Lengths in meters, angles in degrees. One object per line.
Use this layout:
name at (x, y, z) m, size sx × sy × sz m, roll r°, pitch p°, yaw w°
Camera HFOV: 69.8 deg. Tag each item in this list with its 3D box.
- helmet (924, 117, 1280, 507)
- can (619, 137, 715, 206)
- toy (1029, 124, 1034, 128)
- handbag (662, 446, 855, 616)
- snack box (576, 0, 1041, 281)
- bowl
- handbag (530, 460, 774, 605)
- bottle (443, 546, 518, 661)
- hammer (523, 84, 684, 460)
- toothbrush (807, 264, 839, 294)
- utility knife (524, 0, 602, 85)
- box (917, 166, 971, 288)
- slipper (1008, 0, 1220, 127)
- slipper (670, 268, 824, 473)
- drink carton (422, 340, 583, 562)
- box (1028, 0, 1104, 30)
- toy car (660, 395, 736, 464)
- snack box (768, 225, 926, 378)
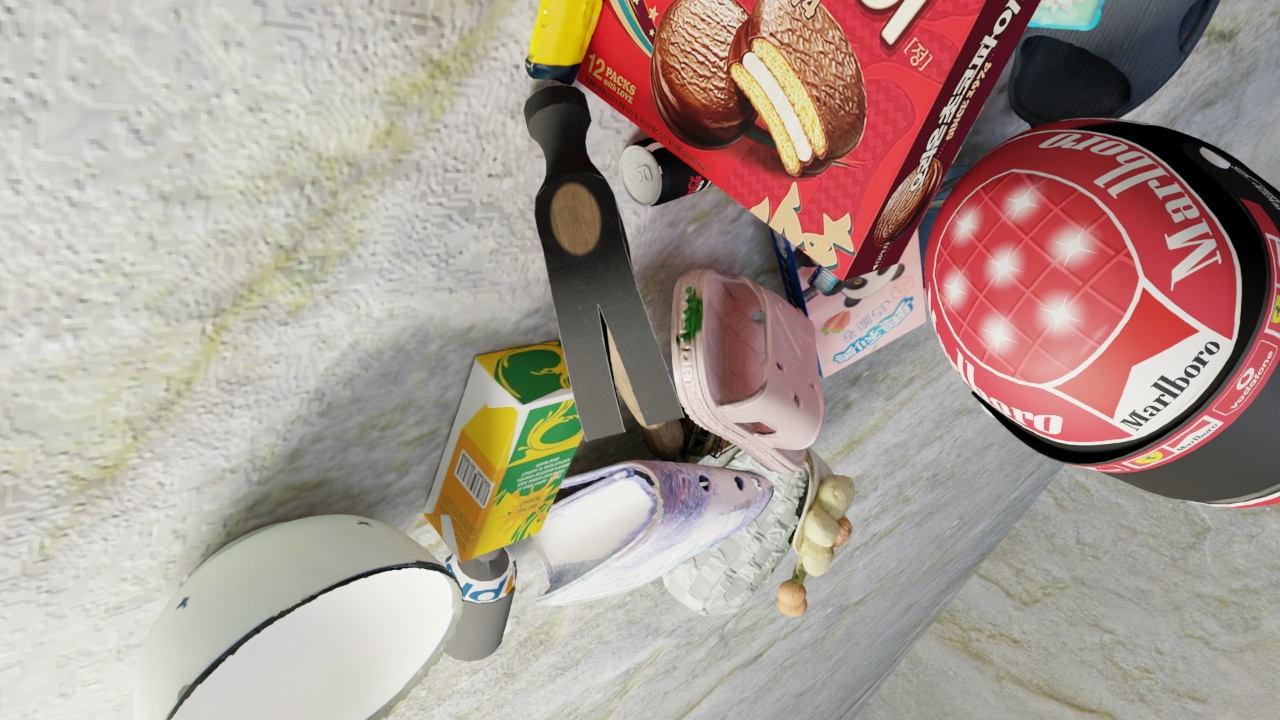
helmet at (0.297, -0.033, 0.561) m, size 0.224 × 0.270 × 0.198 m, roll 5°, pitch 129°, yaw -35°
can at (0.029, -0.101, 0.455) m, size 0.080 × 0.031 × 0.032 m, roll -25°, pitch 145°, yaw -34°
toy at (0.321, -0.214, 0.692) m, size 0.103 × 0.046 × 0.084 m, roll -31°, pitch 145°, yaw -41°
handbag at (0.107, 0.153, 0.787) m, size 0.171 × 0.123 × 0.112 m, roll -54°, pitch 157°, yaw 1°
snack box at (0.053, -0.128, 0.325) m, size 0.035 × 0.152 × 0.133 m, roll -19°, pitch 141°, yaw -41°
bowl at (-0.169, 0.132, 0.443) m, size 0.153 × 0.073 × 0.154 m, roll -33°, pitch 148°, yaw -24°
handbag at (0.004, 0.106, 0.622) m, size 0.127 × 0.069 × 0.158 m, roll -34°, pitch 157°, yaw 24°
bottle at (-0.102, 0.145, 0.576) m, size 0.046 × 0.047 × 0.113 m, roll -22°, pitch 143°, yaw -38°
hammer at (-0.003, 0.003, 0.485) m, size 0.040 × 0.132 × 0.306 m, roll -14°, pitch 158°, yaw 3°
toothbrush at (0.132, -0.090, 0.488) m, size 0.016 × 0.017 × 0.189 m, roll -44°, pitch 170°, yaw -31°
utility knife at (0.000, -0.197, 0.307) m, size 0.030 × 0.019 × 0.228 m, roll -23°, pitch 149°, yaw -45°
box at (0.240, -0.111, 0.716) m, size 0.209 × 0.047 × 0.122 m, roll -14°, pitch 139°, yaw -45°
slipper at (0.321, -0.267, 0.567) m, size 0.082 × 0.101 × 0.264 m, roll -2°, pitch 126°, yaw -53°
slipper at (0.084, 0.011, 0.583) m, size 0.064 × 0.094 × 0.239 m, roll -9°, pitch 156°, yaw 21°
drink carton at (-0.072, 0.053, 0.505) m, size 0.058 × 0.041 × 0.123 m, roll -13°, pitch 137°, yaw -46°
box at (0.203, -0.288, 0.434) m, size 0.227 × 0.097 × 0.116 m, roll 78°, pitch 26°, yaw -56°
toy car at (0.049, 0.047, 0.653) m, size 0.047 × 0.047 × 0.112 m, roll -26°, pitch 147°, yaw -35°
snack box at (0.140, -0.060, 0.607) m, size 0.088 × 0.033 × 0.154 m, roll -28°, pitch 139°, yaw -2°
